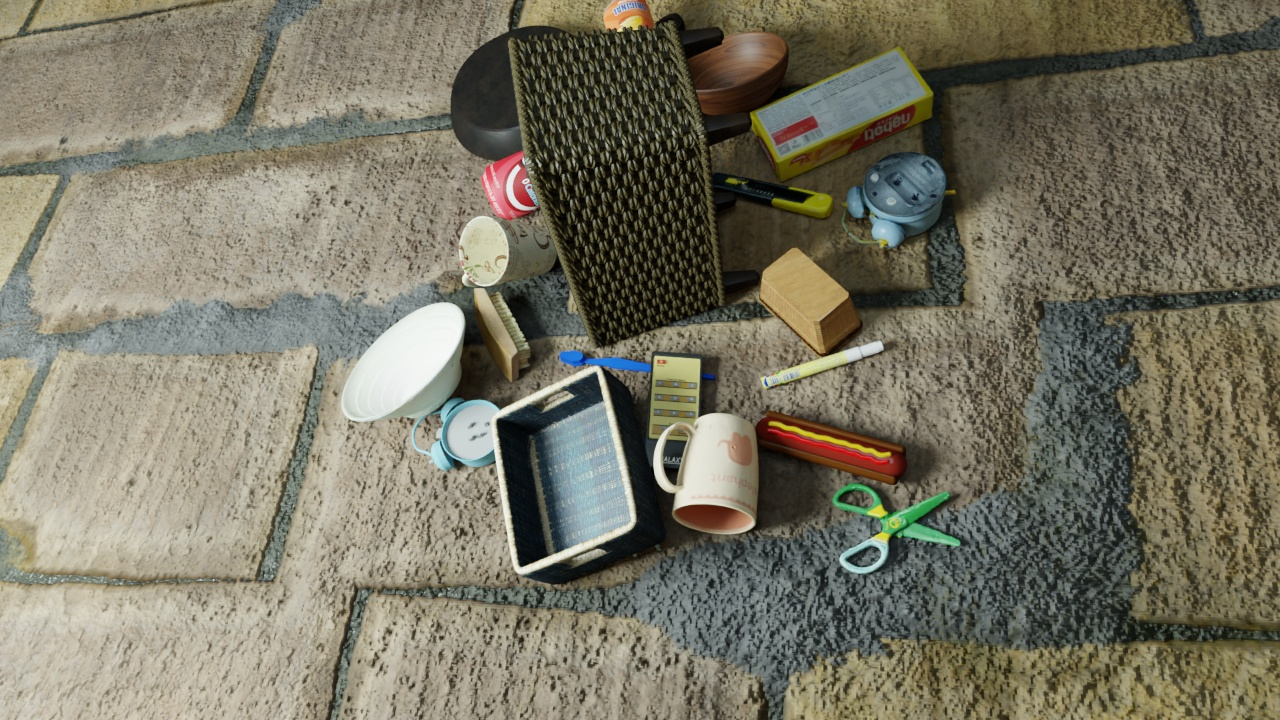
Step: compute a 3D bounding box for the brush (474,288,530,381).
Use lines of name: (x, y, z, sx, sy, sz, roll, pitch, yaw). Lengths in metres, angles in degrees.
brush: (-0.165, -0.033, 1.090, 0.039, 0.049, 0.117, -17, 55, -20)

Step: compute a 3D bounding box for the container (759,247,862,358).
container: (0.181, -0.067, 0.996, 0.063, 0.061, 0.114, -38, 59, -6)

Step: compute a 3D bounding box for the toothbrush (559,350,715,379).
toothbrush: (-0.006, 0.006, 1.041, 0.187, 0.011, 0.016, 7, 65, 20)

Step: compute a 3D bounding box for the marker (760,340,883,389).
marker: (0.194, 0.005, 0.982, 0.132, 0.014, 0.014, -18, 59, 7)

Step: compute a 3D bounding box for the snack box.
snack box: (0.243, -0.300, 1.115, 0.201, 0.042, 0.092, -23, 59, 4)

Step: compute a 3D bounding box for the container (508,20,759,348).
container: (0.007, -0.183, 0.970, 0.205, 0.321, 0.176, -13, 60, 2)

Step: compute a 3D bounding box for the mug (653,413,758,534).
mug: (0.066, 0.106, 0.915, 0.111, 0.085, 0.104, 22, 59, -18)

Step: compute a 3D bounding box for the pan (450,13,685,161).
pan: (-0.107, -0.407, 1.275, 0.356, 0.043, 0.248, -24, 59, 3)

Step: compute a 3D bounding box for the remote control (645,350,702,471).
remote control: (0.036, 0.054, 0.989, 0.058, 0.013, 0.133, 3, 66, -1)

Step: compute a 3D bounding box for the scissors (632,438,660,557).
scissors: (0.008, 0.141, 0.964, 0.086, 0.015, 0.135, -24, 60, 1)

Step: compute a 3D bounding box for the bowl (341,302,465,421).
bowl: (-0.260, 0.016, 1.067, 0.177, 0.058, 0.176, -24, 37, 20)

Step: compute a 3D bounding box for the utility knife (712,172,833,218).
utility knife: (0.149, -0.202, 1.105, 0.171, 0.020, 0.028, 17, 67, 25)

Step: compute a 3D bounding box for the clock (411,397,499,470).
clock: (-0.204, 0.082, 1.042, 0.123, 0.042, 0.087, 2, 63, 16)

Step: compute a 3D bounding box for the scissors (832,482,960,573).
scissors: (0.243, 0.165, 0.882, 0.129, 0.012, 0.119, 16, 69, 25)

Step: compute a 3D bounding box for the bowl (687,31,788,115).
bowl: (0.118, -0.347, 1.155, 0.147, 0.069, 0.147, -12, 41, 11)

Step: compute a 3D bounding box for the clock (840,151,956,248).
clock: (0.285, -0.177, 1.031, 0.124, 0.052, 0.088, -34, 60, -2)

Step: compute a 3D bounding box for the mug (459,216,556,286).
mug: (-0.167, -0.121, 1.112, 0.122, 0.097, 0.081, -37, 74, 34)

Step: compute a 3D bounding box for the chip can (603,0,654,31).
chip can: (0.007, -0.372, 1.191, 0.062, 0.062, 0.210, -19, 69, 6)

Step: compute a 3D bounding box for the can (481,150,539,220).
can: (-0.126, -0.236, 1.170, 0.142, 0.074, 0.074, -22, 59, 4)

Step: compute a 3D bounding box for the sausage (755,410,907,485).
sausage: (0.190, 0.087, 0.924, 0.156, 0.040, 0.040, 15, 67, 23)

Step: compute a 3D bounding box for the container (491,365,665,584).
container: (-0.066, 0.119, 0.949, 0.145, 0.071, 0.187, -25, 58, 18)
